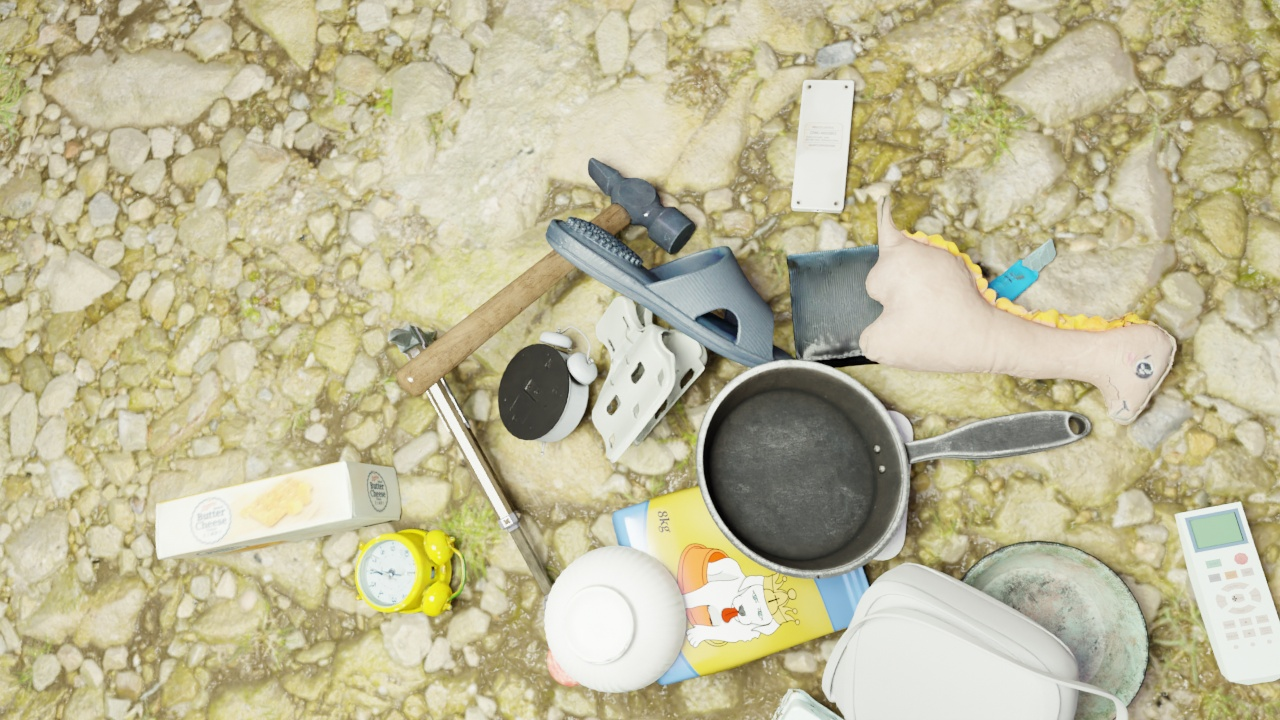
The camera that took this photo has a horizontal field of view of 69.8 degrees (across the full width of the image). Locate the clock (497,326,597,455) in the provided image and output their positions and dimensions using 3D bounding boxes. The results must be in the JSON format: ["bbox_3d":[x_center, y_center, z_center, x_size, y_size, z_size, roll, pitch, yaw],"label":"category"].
[{"bbox_3d":[-0.088,0.023,0.891,0.094,0.035,0.123,43,106,37],"label":"clock"}]

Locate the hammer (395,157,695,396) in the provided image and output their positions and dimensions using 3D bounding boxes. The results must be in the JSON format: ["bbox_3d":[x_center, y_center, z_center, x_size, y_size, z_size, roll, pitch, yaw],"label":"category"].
[{"bbox_3d":[-0.099,-0.075,0.866,0.129,0.040,0.321,41,64,15],"label":"hammer"}]

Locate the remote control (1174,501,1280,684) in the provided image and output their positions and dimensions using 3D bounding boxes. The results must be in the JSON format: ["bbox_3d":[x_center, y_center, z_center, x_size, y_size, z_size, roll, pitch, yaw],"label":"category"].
[{"bbox_3d":[0.489,0.193,0.761,0.049,0.024,0.143,-13,79,10],"label":"remote control"}]

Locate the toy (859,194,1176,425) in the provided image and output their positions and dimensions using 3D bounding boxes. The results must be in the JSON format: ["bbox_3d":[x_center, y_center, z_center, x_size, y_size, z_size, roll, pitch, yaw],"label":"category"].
[{"bbox_3d":[0.329,-0.046,0.805,0.264,0.065,0.196,3,90,9],"label":"toy"}]

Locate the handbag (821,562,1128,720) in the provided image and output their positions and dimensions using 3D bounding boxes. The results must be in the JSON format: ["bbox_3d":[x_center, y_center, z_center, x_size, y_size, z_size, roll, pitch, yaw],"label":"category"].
[{"bbox_3d":[0.245,0.297,0.735,0.216,0.095,0.223,25,115,34],"label":"handbag"}]

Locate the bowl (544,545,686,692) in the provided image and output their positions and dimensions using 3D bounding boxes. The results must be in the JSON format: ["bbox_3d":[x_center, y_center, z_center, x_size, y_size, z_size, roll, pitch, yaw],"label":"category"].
[{"bbox_3d":[-0.027,0.209,0.735,0.118,0.062,0.118,-3,79,14],"label":"bowl"}]

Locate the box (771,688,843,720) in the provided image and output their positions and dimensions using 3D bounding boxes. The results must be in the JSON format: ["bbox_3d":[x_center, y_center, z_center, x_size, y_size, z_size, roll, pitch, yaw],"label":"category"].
[{"bbox_3d":[0.112,0.382,0.778,0.083,0.066,0.199,33,99,32],"label":"box"}]

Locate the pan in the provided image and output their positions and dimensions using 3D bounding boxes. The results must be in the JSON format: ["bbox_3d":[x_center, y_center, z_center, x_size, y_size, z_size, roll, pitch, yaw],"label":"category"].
[{"bbox_3d":[0.219,0.081,0.796,0.356,0.055,0.187,-6,72,-12],"label":"pan"}]

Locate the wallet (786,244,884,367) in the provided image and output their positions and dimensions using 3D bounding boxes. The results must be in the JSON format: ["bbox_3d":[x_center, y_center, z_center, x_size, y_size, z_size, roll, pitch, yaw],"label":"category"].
[{"bbox_3d":[0.188,-0.051,0.871,0.089,0.026,0.115,-7,78,12],"label":"wallet"}]

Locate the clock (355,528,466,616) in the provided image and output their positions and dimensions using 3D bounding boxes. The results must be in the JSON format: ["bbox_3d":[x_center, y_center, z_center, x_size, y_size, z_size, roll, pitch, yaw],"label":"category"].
[{"bbox_3d":[-0.220,0.206,0.895,0.119,0.057,0.083,-3,79,18],"label":"clock"}]

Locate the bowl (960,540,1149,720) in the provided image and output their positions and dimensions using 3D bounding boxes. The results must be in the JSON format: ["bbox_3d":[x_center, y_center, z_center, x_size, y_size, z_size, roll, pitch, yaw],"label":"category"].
[{"bbox_3d":[0.340,0.233,0.779,0.157,0.038,0.157,-2,79,12],"label":"bowl"}]

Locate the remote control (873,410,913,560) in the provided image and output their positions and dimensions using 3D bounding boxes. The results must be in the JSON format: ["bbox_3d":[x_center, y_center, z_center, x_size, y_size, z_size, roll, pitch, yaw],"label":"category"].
[{"bbox_3d":[0.223,0.114,0.839,0.043,0.013,0.136,5,81,13],"label":"remote control"}]

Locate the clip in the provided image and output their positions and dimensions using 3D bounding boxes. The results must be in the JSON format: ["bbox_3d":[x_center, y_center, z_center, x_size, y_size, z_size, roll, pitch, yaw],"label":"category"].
[{"bbox_3d":[0.009,0.010,0.866,0.126,0.096,0.152,-51,28,37],"label":"clip"}]

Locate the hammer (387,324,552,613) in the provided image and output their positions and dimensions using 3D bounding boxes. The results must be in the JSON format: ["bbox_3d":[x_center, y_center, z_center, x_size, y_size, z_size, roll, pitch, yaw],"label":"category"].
[{"bbox_3d":[-0.152,0.106,0.878,0.028,0.147,0.317,-30,86,1],"label":"hammer"}]

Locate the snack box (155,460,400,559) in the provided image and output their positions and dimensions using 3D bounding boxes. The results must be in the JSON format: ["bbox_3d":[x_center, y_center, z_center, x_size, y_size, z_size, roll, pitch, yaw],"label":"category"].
[{"bbox_3d":[-0.357,0.150,0.911,0.208,0.104,0.057,-13,77,9],"label":"snack box"}]

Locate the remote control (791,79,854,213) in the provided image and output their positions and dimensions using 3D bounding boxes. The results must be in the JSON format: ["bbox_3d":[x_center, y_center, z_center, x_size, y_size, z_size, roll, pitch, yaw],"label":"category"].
[{"bbox_3d":[0.181,-0.213,0.909,0.050,0.011,0.135,5,81,13],"label":"remote control"}]

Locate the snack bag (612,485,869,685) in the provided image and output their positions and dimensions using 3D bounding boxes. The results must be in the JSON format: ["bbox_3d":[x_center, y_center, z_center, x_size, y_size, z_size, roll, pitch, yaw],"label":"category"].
[{"bbox_3d":[0.092,0.183,0.818,0.205,0.102,0.159,-15,77,-5],"label":"snack bag"}]

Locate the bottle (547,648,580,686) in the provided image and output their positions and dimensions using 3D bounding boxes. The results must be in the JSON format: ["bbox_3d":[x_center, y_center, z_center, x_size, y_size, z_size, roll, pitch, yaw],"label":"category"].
[{"bbox_3d":[-0.046,0.262,0.821,0.044,0.109,0.044,-3,78,15],"label":"bottle"}]

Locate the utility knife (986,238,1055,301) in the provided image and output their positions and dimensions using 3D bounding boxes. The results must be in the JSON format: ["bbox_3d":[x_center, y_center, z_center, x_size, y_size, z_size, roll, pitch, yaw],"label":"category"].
[{"bbox_3d":[0.314,-0.051,0.850,0.178,0.015,0.031,-40,79,1],"label":"utility knife"}]

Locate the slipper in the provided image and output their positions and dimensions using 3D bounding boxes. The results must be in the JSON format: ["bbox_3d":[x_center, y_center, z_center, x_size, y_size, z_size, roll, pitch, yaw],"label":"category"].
[{"bbox_3d":[0.044,-0.073,0.822,0.263,0.101,0.083,29,104,-12],"label":"slipper"}]
